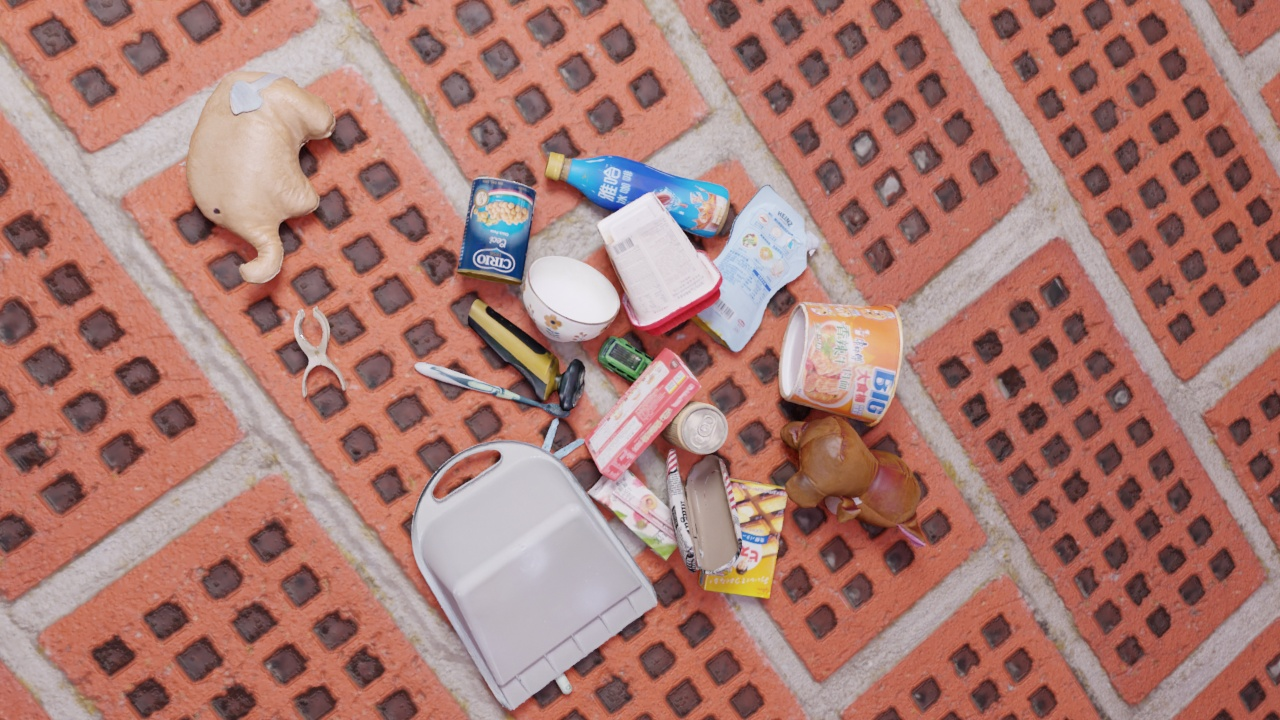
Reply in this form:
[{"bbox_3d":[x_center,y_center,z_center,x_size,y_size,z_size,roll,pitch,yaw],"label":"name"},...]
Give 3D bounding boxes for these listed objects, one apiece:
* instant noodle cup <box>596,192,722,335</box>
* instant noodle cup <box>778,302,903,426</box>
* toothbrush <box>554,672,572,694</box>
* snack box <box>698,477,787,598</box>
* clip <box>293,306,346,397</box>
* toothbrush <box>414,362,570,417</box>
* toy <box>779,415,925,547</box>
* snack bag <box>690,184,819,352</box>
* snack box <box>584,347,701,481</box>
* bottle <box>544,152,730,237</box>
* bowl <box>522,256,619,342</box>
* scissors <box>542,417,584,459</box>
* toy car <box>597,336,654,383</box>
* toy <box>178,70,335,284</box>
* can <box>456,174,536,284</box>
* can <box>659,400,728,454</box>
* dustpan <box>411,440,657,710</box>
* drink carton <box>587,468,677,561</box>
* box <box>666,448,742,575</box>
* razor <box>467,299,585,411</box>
[{"bbox_3d":[0.016,-0.114,1.046,0.117,0.116,0.124,-30,121,3],"label":"instant noodle cup"},{"bbox_3d":[0.236,-0.003,1.107,0.111,0.151,0.151,9,89,-4],"label":"instant noodle cup"},{"bbox_3d":[-0.130,0.317,1.092,0.029,0.020,0.189,-35,100,-46],"label":"toothbrush"},{"bbox_3d":[0.127,0.220,1.141,0.087,0.034,0.140,11,91,-12],"label":"snack box"},{"bbox_3d":[-0.362,-0.010,1.028,0.071,0.035,0.100,-9,98,-13],"label":"clip"},{"bbox_3d":[-0.172,0.035,1.078,0.191,0.018,0.016,19,87,-12],"label":"toothbrush"},{"bbox_3d":[0.264,0.150,1.127,0.199,0.131,0.139,22,48,-23],"label":"toy"},{"bbox_3d":[0.136,-0.113,1.133,0.110,0.039,0.191,39,82,-5],"label":"snack bag"},{"bbox_3d":[0.000,0.062,1.066,0.025,0.075,0.153,36,100,-32],"label":"snack box"},{"bbox_3d":[-0.005,-0.203,1.086,0.218,0.065,0.065,14,88,-12],"label":"bottle"},{"bbox_3d":[-0.087,-0.062,1.062,0.113,0.113,0.062,24,128,-12],"label":"bowl"},{"bbox_3d":[-0.118,0.137,1.095,0.134,0.017,0.113,-31,96,-14],"label":"scissors"},{"bbox_3d":[-0.007,0.006,1.106,0.091,0.036,0.043,31,83,-15],"label":"toy car"},{"bbox_3d":[-0.418,-0.198,0.988,0.143,0.082,0.226,12,91,-4],"label":"toy"},{"bbox_3d":[-0.163,-0.148,1.047,0.075,0.075,0.111,10,88,-13],"label":"can"},{"bbox_3d":[0.059,0.077,1.079,0.058,0.116,0.058,0,91,-12],"label":"can"},{"bbox_3d":[-0.139,0.229,1.074,0.222,0.142,0.258,-33,128,-14],"label":"dustpan"},{"bbox_3d":[0.000,0.182,1.105,0.122,0.045,0.053,43,81,-10],"label":"drink carton"},{"bbox_3d":[0.059,0.170,1.064,0.087,0.162,0.076,30,124,-32],"label":"box"},{"bbox_3d":[-0.132,-0.010,1.069,0.167,0.062,0.068,40,114,-5],"label":"razor"}]
